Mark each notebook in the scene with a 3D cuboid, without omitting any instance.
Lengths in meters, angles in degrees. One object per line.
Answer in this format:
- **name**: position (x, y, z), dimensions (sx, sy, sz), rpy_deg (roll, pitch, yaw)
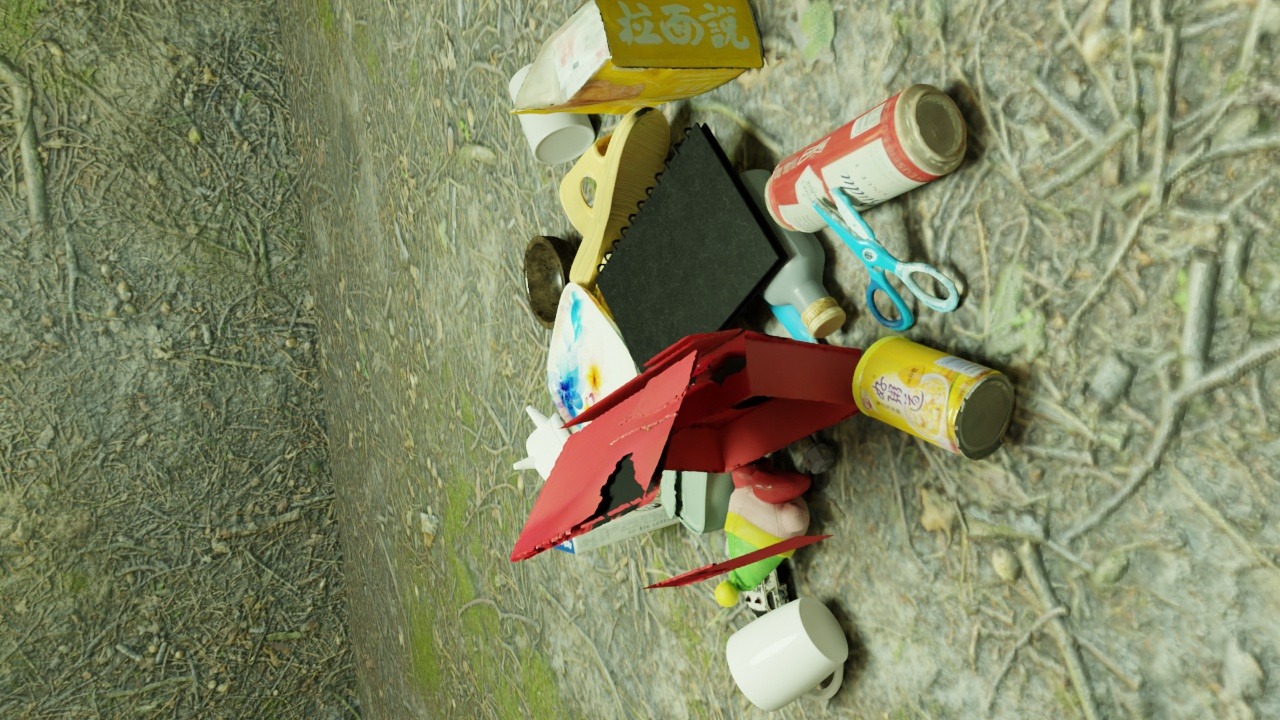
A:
- **notebook**: position (0.036, -0.091, 0.887), dimensions (0.232, 0.019, 0.169), rpy_deg (-52, 56, 45)

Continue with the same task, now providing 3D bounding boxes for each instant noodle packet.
- **instant noodle packet**: position (-0.015, -0.278, 0.880), dimensions (0.222, 0.162, 0.084), rpy_deg (-12, 90, 60)

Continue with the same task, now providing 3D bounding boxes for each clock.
- **clock**: position (-0.086, 0.132, 1.156), dimensions (0.073, 0.161, 0.125), rpy_deg (-44, 52, 10)

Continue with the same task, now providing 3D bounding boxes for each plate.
- **plate**: position (-0.053, 0.021, 1.056), dimensions (0.187, 0.016, 0.187), rpy_deg (53, 142, 37)

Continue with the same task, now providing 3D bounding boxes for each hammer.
- **hammer**: position (0.100, -0.023, 0.904), dimensions (0.316, 0.028, 0.147), rpy_deg (62, 158, 26)

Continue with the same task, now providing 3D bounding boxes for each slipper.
- **slipper**: position (-0.038, -0.182, 1.010), dimensions (0.078, 0.099, 0.264), rpy_deg (42, 143, 17)

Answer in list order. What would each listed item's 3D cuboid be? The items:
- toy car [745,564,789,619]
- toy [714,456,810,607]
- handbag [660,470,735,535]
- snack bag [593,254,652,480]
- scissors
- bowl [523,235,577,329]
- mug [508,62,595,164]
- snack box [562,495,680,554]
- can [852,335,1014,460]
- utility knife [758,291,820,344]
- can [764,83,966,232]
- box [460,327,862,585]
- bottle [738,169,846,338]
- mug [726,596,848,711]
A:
- **toy car**: position (0.130, 0.250, 0.935), dimensions (0.049, 0.040, 0.113), rpy_deg (-14, 88, 61)
- **toy**: position (0.107, 0.163, 0.888), dimensions (0.124, 0.096, 0.131), rpy_deg (18, 113, 60)
- **handbag**: position (0.063, 0.116, 0.979), dimensions (0.106, 0.067, 0.122), rpy_deg (30, 125, 54)
- **snack bag**: position (-0.006, 0.006, 1.058), dimensions (0.159, 0.068, 0.248), rpy_deg (54, 142, 35)
- **scissors**: position (0.176, -0.076, 0.714), dimensions (0.141, 0.014, 0.091), rpy_deg (41, 150, -1)
- **bowl**: position (-0.101, -0.104, 1.193), dimensions (0.121, 0.056, 0.121), rpy_deg (28, 123, 54)
- **mug**: position (-0.107, -0.296, 1.130), dimensions (0.112, 0.078, 0.096), rpy_deg (80, 169, -73)
- **snack box**: position (-0.031, 0.192, 1.080), dimensions (0.082, 0.149, 0.026), rpy_deg (-3, 98, 61)
- **can**: position (0.217, 0.026, 0.684), dimensions (0.105, 0.067, 0.068), rpy_deg (28, 123, 53)
- **utility knife**: position (0.135, -0.044, 0.851), dimensions (0.209, 0.015, 0.031), rpy_deg (61, 149, 35)
- **can**: position (0.168, -0.150, 0.708), dimensions (0.171, 0.067, 0.067), rpy_deg (-18, 84, 60)
- **box**: position (0.013, 0.058, 0.742), dimensions (0.212, 0.314, 0.124), rpy_deg (-34, 79, 50)
- **bottle**: position (0.127, -0.091, 0.818), dimensions (0.161, 0.046, 0.072), rpy_deg (61, 146, 27)
- **mug**: position (0.153, 0.284, 0.873), dimensions (0.088, 0.114, 0.080), rpy_deg (-43, 20, 27)
